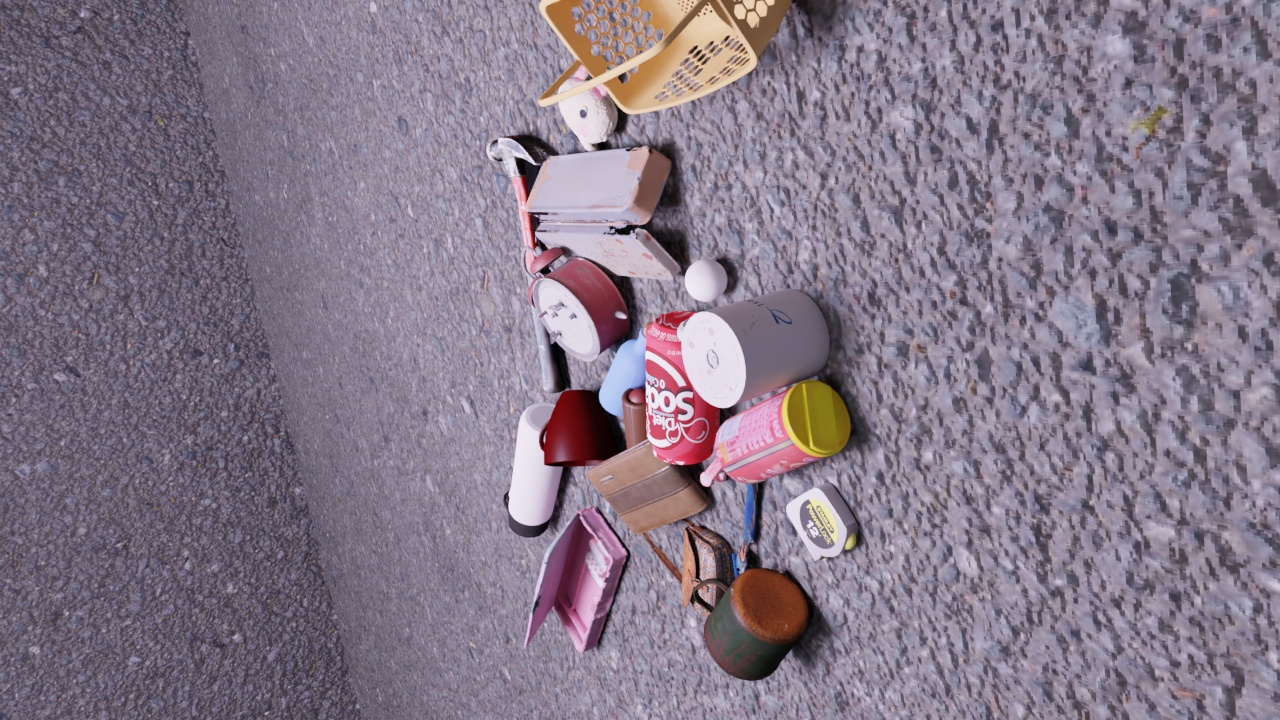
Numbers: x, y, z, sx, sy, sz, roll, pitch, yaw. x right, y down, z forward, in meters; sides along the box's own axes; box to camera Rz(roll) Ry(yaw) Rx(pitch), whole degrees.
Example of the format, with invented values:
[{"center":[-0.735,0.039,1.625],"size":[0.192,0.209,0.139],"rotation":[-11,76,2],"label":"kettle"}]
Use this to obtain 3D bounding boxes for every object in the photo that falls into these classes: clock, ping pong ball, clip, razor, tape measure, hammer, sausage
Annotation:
[{"center":[-0.087,-0.067,1.042],"size":[0.157,0.061,0.110],"rotation":[43,151,17],"label":"clock"},{"center":[0.062,-0.076,0.871],"size":[0.040,0.040,0.040],"rotation":[30,128,47],"label":"ping pong ball"},{"center":[0.087,0.108,0.943],"size":[0.060,0.044,0.023],"rotation":[-50,62,21],"label":"clip"},{"center":[0.110,0.164,0.930],"size":[0.043,0.018,0.141],"rotation":[-89,3,-63],"label":"razor"},{"center":[0.167,0.149,0.837],"size":[0.064,0.016,0.065],"rotation":[61,146,19],"label":"tape measure"},{"center":[-0.127,-0.116,1.148],"size":[0.141,0.036,0.326],"rotation":[15,117,55],"label":"hammer"},{"center":[0.004,0.094,1.022],"size":[0.040,0.040,0.156],"rotation":[38,145,43],"label":"sausage"}]

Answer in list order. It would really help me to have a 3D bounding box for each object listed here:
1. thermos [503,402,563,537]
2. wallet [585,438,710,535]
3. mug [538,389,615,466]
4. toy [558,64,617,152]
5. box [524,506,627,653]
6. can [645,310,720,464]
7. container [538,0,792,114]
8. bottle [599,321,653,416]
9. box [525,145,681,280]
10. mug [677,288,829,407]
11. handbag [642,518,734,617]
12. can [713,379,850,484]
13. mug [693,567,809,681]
[{"center":[-0.150,0.148,1.277],"size":[0.101,0.068,0.230],"rotation":[57,146,38],"label":"thermos"},{"center":[0.007,0.140,1.013],"size":[0.121,0.026,0.098],"rotation":[-29,105,42],"label":"wallet"},{"center":[-0.086,0.084,1.131],"size":[0.114,0.087,0.088],"rotation":[-12,76,40],"label":"mug"},{"center":[-0.055,-0.261,0.964],"size":[0.087,0.050,0.113],"rotation":[49,136,33],"label":"toy"},{"center":[-0.104,0.313,1.240],"size":[0.099,0.106,0.233],"rotation":[50,141,31],"label":"box"},{"center":[0.043,0.027,0.916],"size":[0.074,0.074,0.143],"rotation":[28,127,49],"label":"can"},{"center":[0.009,-0.264,0.727],"size":[0.129,0.166,0.184],"rotation":[49,155,-25],"label":"container"},{"center":[-0.006,0.006,1.005],"size":[0.048,0.048,0.131],"rotation":[56,144,25],"label":"bottle"},{"center":[-0.034,-0.156,0.985],"size":[0.217,0.095,0.114],"rotation":[14,85,54],"label":"box"},{"center":[0.088,-0.018,0.806],"size":[0.120,0.096,0.083],"rotation":[30,128,48],"label":"mug"},{"center":[0.033,0.212,1.054],"size":[0.196,0.043,0.094],"rotation":[33,128,50],"label":"handbag"},{"center":[0.124,0.066,0.819],"size":[0.125,0.066,0.066],"rotation":[-36,74,56],"label":"can"},{"center":[0.104,0.250,0.908],"size":[0.111,0.084,0.081],"rotation":[34,134,13],"label":"mug"}]
